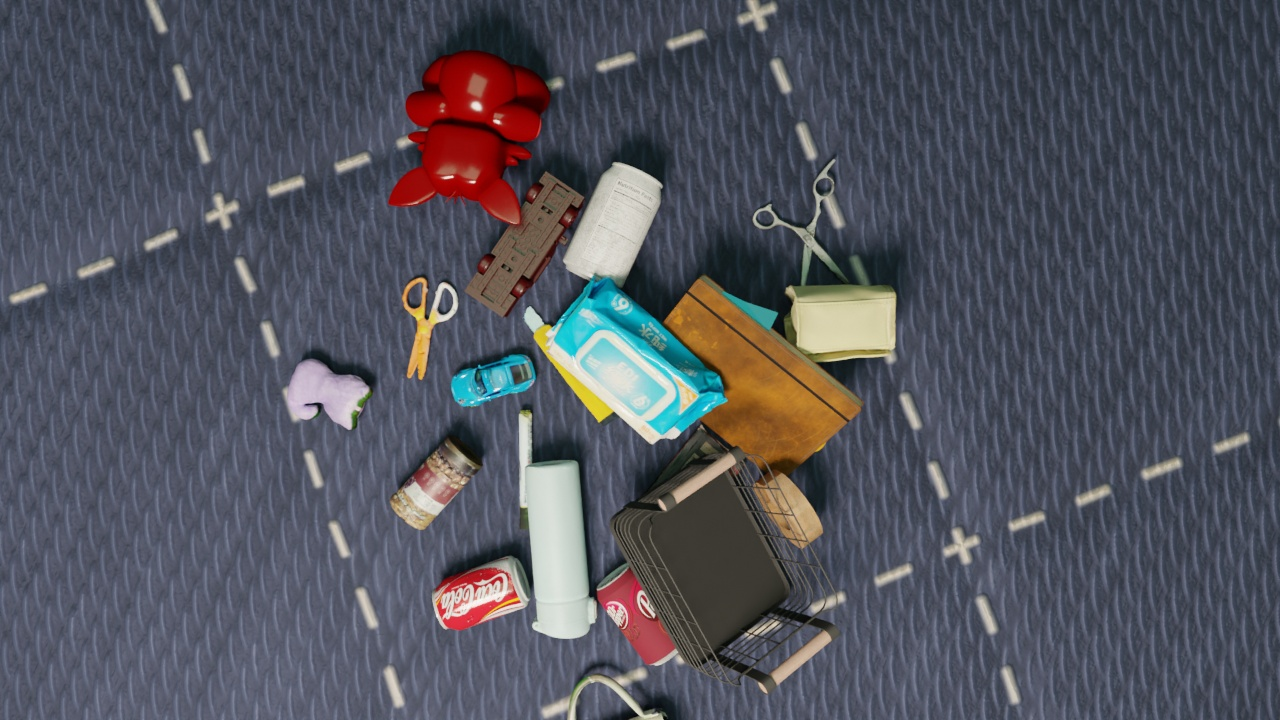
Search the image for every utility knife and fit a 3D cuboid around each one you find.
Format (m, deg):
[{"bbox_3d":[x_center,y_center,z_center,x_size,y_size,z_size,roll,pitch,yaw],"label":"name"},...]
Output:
[{"bbox_3d":[-0.086,0.006,1.119,0.030,0.017,0.175,-38,90,-5],"label":"utility knife"}]

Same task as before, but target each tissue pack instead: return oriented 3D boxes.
[{"bbox_3d":[-0.006,0.006,1.072,0.209,0.065,0.117,41,130,-3],"label":"tissue pack"}]

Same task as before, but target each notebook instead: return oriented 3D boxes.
[{"bbox_3d":[0.116,0.016,1.065,0.249,0.014,0.179,39,130,0],"label":"notebook"}]

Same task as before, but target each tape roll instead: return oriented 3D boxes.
[{"bbox_3d":[0.173,0.174,1.077,0.027,0.094,0.094,-34,90,-11],"label":"tape roll"}]

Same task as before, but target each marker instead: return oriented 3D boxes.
[{"bbox_3d":[-0.140,0.133,1.119,0.017,0.017,0.146,0,90,0],"label":"marker"}]

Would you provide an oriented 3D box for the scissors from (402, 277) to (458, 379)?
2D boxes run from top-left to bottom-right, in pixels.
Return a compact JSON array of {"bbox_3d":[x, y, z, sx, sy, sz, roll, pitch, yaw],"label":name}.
[{"bbox_3d":[-0.257,-0.035,1.123,0.073,0.012,0.131,4,89,1],"label":"scissors"}]

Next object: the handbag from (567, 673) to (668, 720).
[{"bbox_3d":[-0.033,0.461,1.090,0.151,0.074,0.176,-20,89,0],"label":"handbag"}]

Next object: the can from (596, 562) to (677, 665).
[{"bbox_3d":[0.002,0.302,1.095,0.063,0.063,0.114,-37,90,0],"label":"can"}]

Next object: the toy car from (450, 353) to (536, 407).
[{"bbox_3d":[-0.179,0.025,1.112,0.105,0.032,0.048,-16,90,2],"label":"toy car"}]

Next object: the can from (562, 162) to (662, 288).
[{"bbox_3d":[-0.031,-0.158,1.088,0.078,0.078,0.136,25,90,0],"label":"can"}]

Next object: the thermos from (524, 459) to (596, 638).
[{"bbox_3d":[-0.097,0.225,1.094,0.078,0.065,0.207,-5,90,-1],"label":"thermos"}]

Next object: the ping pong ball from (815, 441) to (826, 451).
[{"bbox_3d":[0.205,0.091,1.105,0.040,0.040,0.040,0,90,0],"label":"ping pong ball"}]

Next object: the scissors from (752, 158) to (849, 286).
[{"bbox_3d":[0.210,-0.163,1.117,0.141,0.014,0.171,28,94,2],"label":"scissors"}]

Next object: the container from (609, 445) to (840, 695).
[{"bbox_3d":[0.096,0.227,1.026,0.162,0.130,0.241,-31,97,-22],"label":"container"}]

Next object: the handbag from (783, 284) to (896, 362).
[{"bbox_3d":[0.232,-0.049,1.070,0.119,0.111,0.081,-3,105,2],"label":"handbag"}]

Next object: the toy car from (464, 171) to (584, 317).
[{"bbox_3d":[-0.135,-0.135,1.096,0.070,0.062,0.170,34,90,0],"label":"toy car"}]

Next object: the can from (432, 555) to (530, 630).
[{"bbox_3d":[-0.189,0.279,1.095,0.105,0.064,0.064,-20,90,0],"label":"can"}]

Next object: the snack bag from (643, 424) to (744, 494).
[{"bbox_3d":[0.052,0.161,1.117,0.074,0.018,0.155,40,91,-1],"label":"snack bag"}]

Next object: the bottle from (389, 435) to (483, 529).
[{"bbox_3d":[-0.244,0.146,1.100,0.056,0.056,0.105,42,90,0],"label":"bottle"}]

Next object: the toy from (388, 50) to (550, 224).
[{"bbox_3d":[-0.197,-0.261,1.069,0.158,0.120,0.197,9,80,-2],"label":"toy"}]

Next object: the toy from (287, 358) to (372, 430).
[{"bbox_3d":[-0.379,0.044,1.112,0.100,0.036,0.080,27,100,5],"label":"toy"}]
